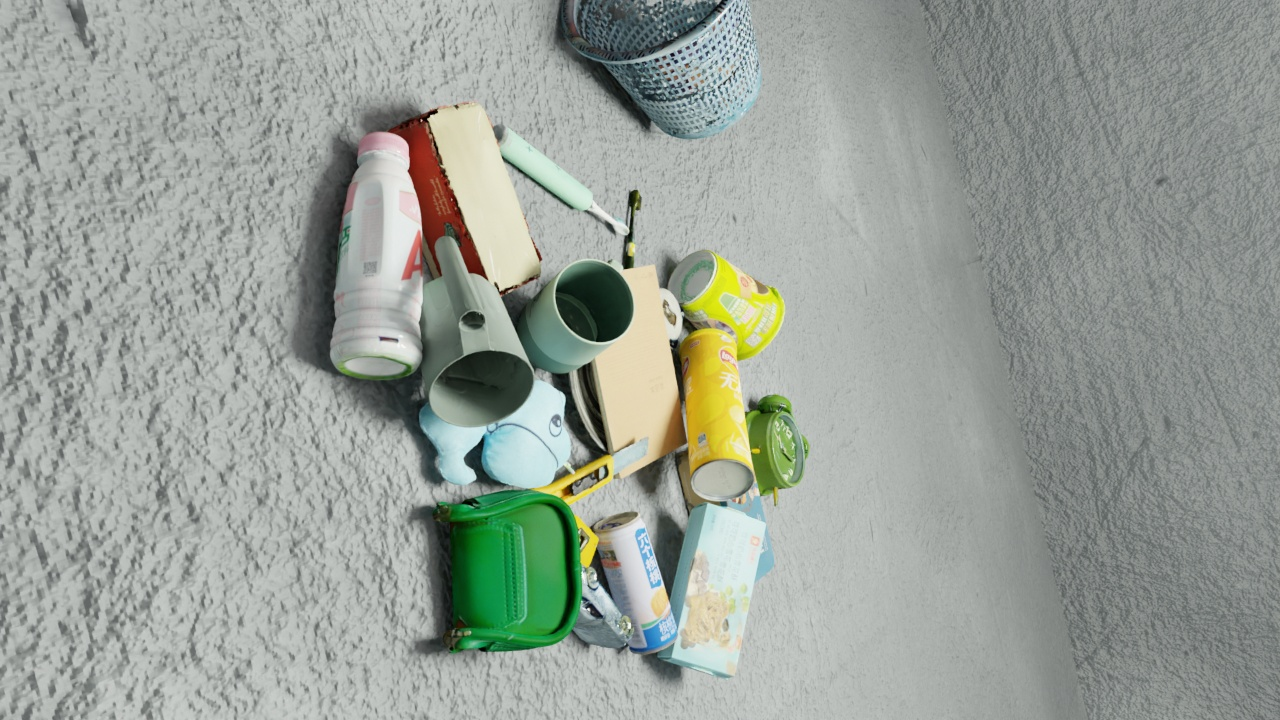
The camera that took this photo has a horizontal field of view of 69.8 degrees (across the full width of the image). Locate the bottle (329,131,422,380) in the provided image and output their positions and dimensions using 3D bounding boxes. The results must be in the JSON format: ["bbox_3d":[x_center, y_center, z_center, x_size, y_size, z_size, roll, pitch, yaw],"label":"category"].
[{"bbox_3d":[-0.204,-0.086,0.722,0.068,0.068,0.196,23,58,-52],"label":"bottle"}]

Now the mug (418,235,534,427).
[{"bbox_3d":[-0.139,-0.025,0.729,0.124,0.083,0.103,92,-21,-44],"label":"mug"}]

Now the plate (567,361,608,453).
[{"bbox_3d":[-0.028,0.016,0.989,0.179,0.024,0.179,16,70,-54],"label":"plate"}]

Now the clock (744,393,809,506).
[{"bbox_3d":[0.182,0.114,1.248,0.116,0.056,0.160,64,35,-21],"label":"clock"}]

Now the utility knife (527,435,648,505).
[{"bbox_3d":[-0.057,0.116,0.888,0.214,0.015,0.033,-24,104,-46],"label":"utility knife"}]

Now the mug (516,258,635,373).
[{"bbox_3d":[-0.058,-0.048,0.869,0.082,0.107,0.111,38,59,-11],"label":"mug"}]

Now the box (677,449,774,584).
[{"bbox_3d":[0.105,0.187,1.102,0.089,0.061,0.184,-20,94,-56],"label":"box"}]

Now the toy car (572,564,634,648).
[{"bbox_3d":[-0.053,0.231,0.854,0.121,0.054,0.036,57,35,-31],"label":"toy car"}]

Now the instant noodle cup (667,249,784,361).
[{"bbox_3d":[0.101,-0.075,1.151,0.123,0.112,0.111,34,52,-38],"label":"instant noodle cup"}]

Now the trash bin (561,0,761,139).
[{"bbox_3d":[0.048,-0.379,1.093,0.195,0.227,0.226,50,40,-55],"label":"trash bin"}]

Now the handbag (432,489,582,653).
[{"bbox_3d":[-0.113,0.174,0.761,0.120,0.068,0.131,1,80,-43],"label":"handbag"}]

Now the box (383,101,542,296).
[{"bbox_3d":[-0.149,-0.139,0.812,0.091,0.077,0.168,-36,110,-54],"label":"box"}]

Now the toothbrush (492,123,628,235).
[{"bbox_3d":[-0.079,-0.185,0.980,0.224,0.026,0.027,30,33,-49],"label":"toothbrush"}]

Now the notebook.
[{"bbox_3d":[-0.006,0.006,0.991,0.149,0.012,0.211,-19,100,-56],"label":"notebook"}]

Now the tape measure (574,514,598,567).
[{"bbox_3d":[-0.066,0.176,0.875,0.060,0.029,0.057,53,41,-32],"label":"tape measure"}]

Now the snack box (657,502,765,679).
[{"bbox_3d":[0.078,0.248,0.997,0.074,0.052,0.174,20,68,-12],"label":"snack box"}]

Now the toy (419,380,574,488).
[{"bbox_3d":[-0.118,0.063,0.817,0.156,0.050,0.161,54,41,-25],"label":"toy"}]

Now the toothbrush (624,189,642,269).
[{"bbox_3d":[-0.011,-0.120,1.075,0.017,0.012,0.185,45,43,-55],"label":"toothbrush"}]

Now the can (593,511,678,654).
[{"bbox_3d":[-0.005,0.224,0.928,0.053,0.053,0.134,-27,102,-56],"label":"can"}]

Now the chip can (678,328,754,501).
[{"bbox_3d":[0.085,0.058,1.053,0.072,0.072,0.213,49,26,-36],"label":"chip can"}]

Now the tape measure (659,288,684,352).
[{"bbox_3d":[0.021,-0.050,1.080,0.066,0.034,0.065,47,42,-39],"label":"tape measure"}]
